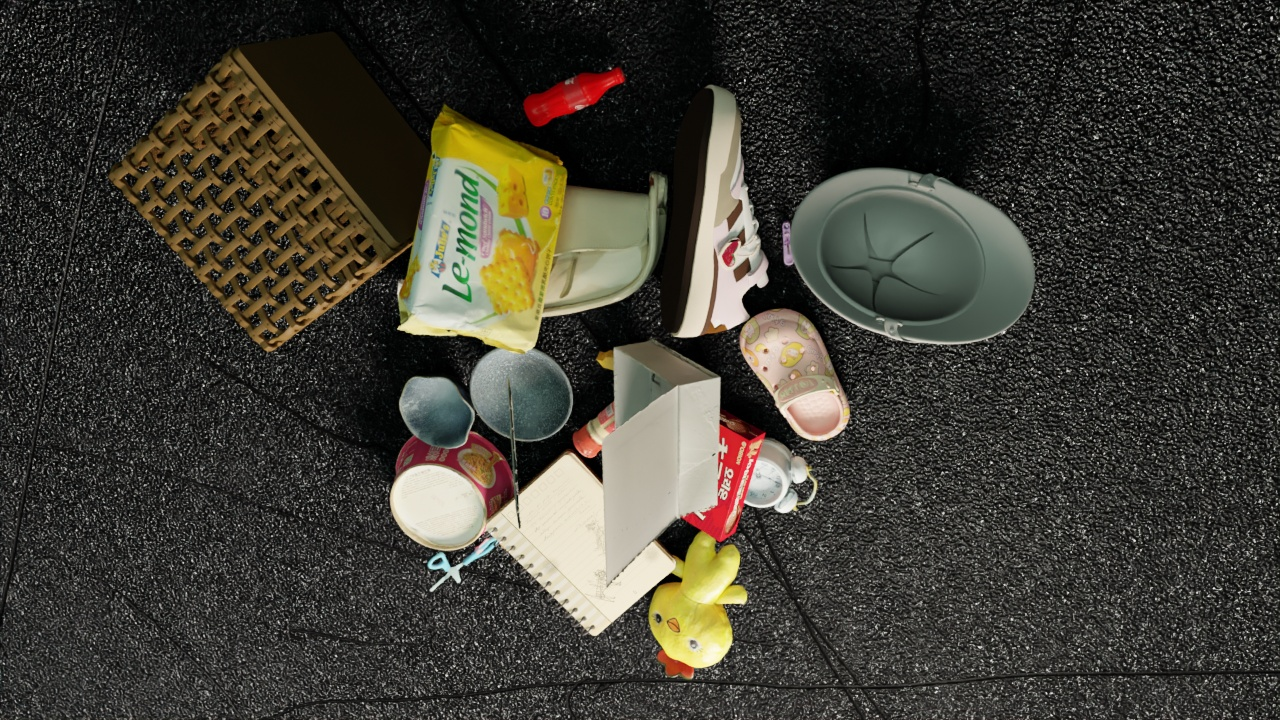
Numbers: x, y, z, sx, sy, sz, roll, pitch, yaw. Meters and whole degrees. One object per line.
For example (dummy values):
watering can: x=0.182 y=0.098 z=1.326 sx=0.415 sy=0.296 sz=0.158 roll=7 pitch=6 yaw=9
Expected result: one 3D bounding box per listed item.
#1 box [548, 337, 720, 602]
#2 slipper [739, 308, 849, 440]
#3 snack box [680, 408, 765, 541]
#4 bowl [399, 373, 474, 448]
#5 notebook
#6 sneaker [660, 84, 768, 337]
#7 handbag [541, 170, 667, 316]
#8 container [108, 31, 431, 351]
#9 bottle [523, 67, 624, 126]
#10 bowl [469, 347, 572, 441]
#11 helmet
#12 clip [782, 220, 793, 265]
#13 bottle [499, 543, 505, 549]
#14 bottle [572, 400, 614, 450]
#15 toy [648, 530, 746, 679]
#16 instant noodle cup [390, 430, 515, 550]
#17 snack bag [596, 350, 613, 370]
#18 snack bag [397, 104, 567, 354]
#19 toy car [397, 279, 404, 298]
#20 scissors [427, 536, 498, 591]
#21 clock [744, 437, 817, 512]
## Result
box: x=-0.007 y=0.105 z=1.020 sx=0.165 sy=0.329 sz=0.167 roll=7 pitch=111 yaw=21
slipper: x=0.196 y=0.028 z=1.117 sx=0.093 sy=0.081 sz=0.197 roll=-29 pitch=114 yaw=16
snack box: x=0.077 y=0.133 z=1.182 sx=0.133 sy=0.035 sz=0.152 roll=29 pitch=119 yaw=30
bowl: x=-0.264 y=0.059 z=1.231 sx=0.110 sy=0.055 sz=0.110 roll=8 pitch=117 yaw=15
notebook: x=-0.083 y=0.254 z=1.248 sx=0.167 sy=0.024 sz=0.225 roll=-41 pitch=100 yaw=4
sneaker: x=0.101 y=-0.162 z=1.056 sx=0.116 sy=0.111 sz=0.294 roll=-1 pitch=114 yaw=-14
handbag: x=-0.087 y=-0.135 z=1.084 sx=0.229 sy=0.131 sz=0.184 roll=5 pitch=107 yaw=6
container: x=-0.389 y=-0.200 z=1.051 sx=0.215 sy=0.219 sz=0.251 roll=-32 pitch=104 yaw=21
bottle: x=-0.074 y=-0.305 z=1.050 sx=0.119 sy=0.036 sz=0.036 roll=-18 pitch=109 yaw=17
bowl: x=-0.149 y=0.033 z=1.201 sx=0.137 sy=0.057 sz=0.137 roll=4 pitch=114 yaw=8
helmet: x=0.289 y=-0.108 z=1.035 sx=0.271 sy=0.118 sz=0.183 roll=15 pitch=85 yaw=-3
clip: x=0.175 y=-0.139 z=1.085 sx=0.013 sy=0.032 sz=0.051 roll=-4 pitch=111 yaw=13
bottle: x=-0.157 y=0.215 z=1.281 sx=0.063 sy=0.063 sz=0.109 roll=28 pitch=103 yaw=-3
bottle: x=-0.040 y=0.083 z=1.212 sx=0.109 sy=0.044 sz=0.044 roll=-41 pitch=101 yaw=22
toy: x=0.081 y=0.341 z=1.279 sx=0.134 sy=0.092 sz=0.208 roll=26 pitch=113 yaw=35
instant noodle cup: x=-0.271 y=0.187 z=1.280 sx=0.179 sy=0.077 sz=0.179 roll=4 pitch=114 yaw=8
snack bag: x=-0.007 y=0.007 z=1.181 sx=0.099 sy=0.026 sz=0.020 roll=13 pitch=115 yaw=3
snack bag: x=-0.172 y=-0.135 z=0.998 sx=0.159 sy=0.068 sz=0.247 roll=16 pitch=81 yaw=-37
toy car: x=-0.256 y=-0.077 z=1.183 sx=0.113 sy=0.038 sz=0.039 roll=21 pitch=141 yaw=2
scissors: x=-0.269 y=0.294 z=1.324 sx=0.135 sy=0.129 sz=0.015 roll=-46 pitch=61 yaw=13
clock: x=0.172 y=0.151 z=1.194 sx=0.118 sy=0.057 sz=0.083 roll=18 pitch=115 yaw=9
